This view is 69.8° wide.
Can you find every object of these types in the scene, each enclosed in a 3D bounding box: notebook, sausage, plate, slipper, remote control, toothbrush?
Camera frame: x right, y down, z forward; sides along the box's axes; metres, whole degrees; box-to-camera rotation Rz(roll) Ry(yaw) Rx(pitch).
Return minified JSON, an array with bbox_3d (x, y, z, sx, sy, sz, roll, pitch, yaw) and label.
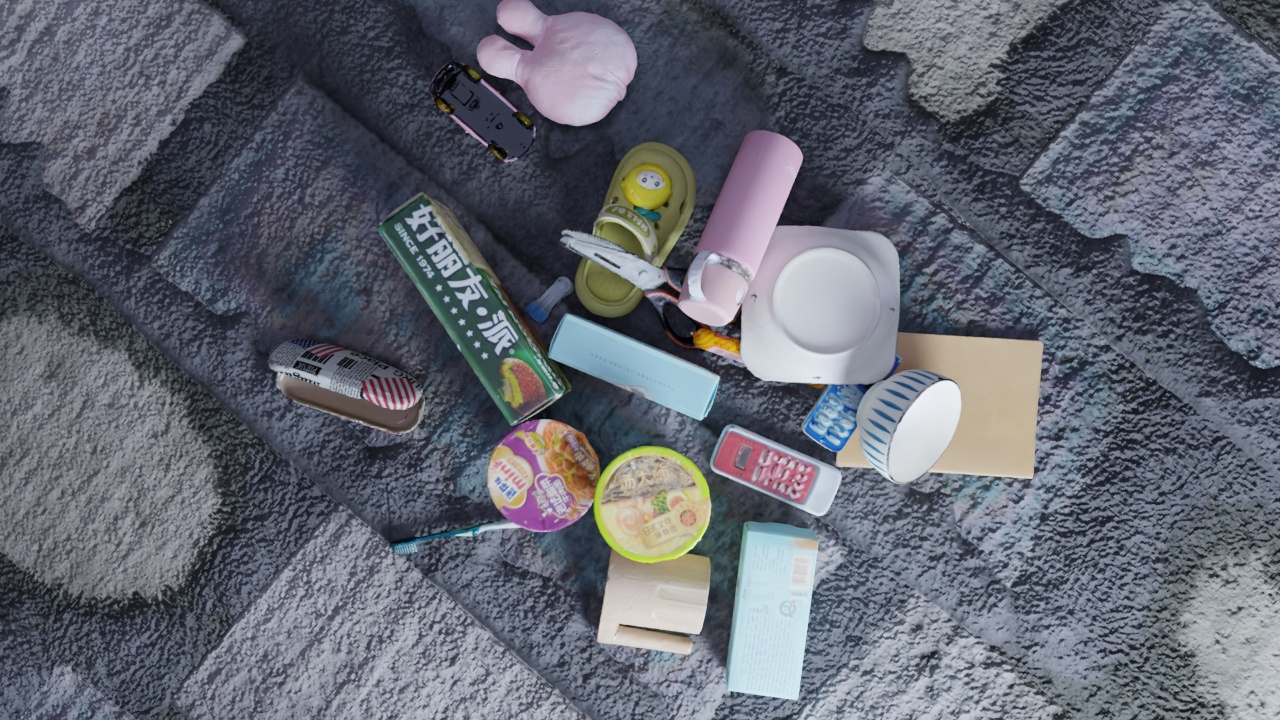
[{"bbox_3d":[0.315,0.046,0.971,0.208,0.008,0.148,4,92,2],"label":"notebook"},{"bbox_3d":[0.127,-0.002,0.959,0.165,0.021,0.021,19,92,-10],"label":"sausage"},{"bbox_3d":[0.186,-0.058,0.932,0.163,0.034,0.164,2,85,-1],"label":"plate"},{"bbox_3d":[-0.006,-0.133,0.944,0.091,0.081,0.190,25,95,-1],"label":"slipper"},{"bbox_3d":[0.219,0.034,0.956,0.049,0.024,0.125,35,89,0],"label":"remote control"},{"bbox_3d":[-0.177,0.186,0.991,0.191,0.016,0.018,-11,101,3],"label":"toothbrush"},{"bbox_3d":[0.143,0.116,0.973,0.136,0.020,0.056,24,92,2],"label":"remote control"}]

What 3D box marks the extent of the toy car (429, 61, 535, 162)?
[{"bbox_3d":[-0.166,-0.262,0.969,0.122,0.037,0.056,40,95,-12],"label":"toy car"}]

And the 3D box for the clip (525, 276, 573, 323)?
[{"bbox_3d":[-0.095,-0.066,0.980,0.026,0.038,0.058,45,94,2],"label":"clip"}]

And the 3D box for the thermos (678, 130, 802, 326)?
[{"bbox_3d":[0.095,-0.135,0.910,0.067,0.087,0.198,16,72,28],"label":"thermos"}]

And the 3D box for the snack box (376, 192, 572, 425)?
[{"bbox_3d":[-0.163,-0.050,0.934,0.063,0.114,0.240,-34,91,2],"label":"snack box"}]

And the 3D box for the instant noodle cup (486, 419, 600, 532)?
[{"bbox_3d":[-0.093,0.113,0.944,0.111,0.099,0.111,0,90,3],"label":"instant noodle cup"}]

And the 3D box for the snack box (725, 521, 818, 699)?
[{"bbox_3d":[0.136,0.260,0.962,0.074,0.051,0.175,7,91,3],"label":"snack box"}]

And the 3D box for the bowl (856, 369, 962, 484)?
[{"bbox_3d":[0.262,0.059,0.924,0.066,0.116,0.116,33,93,43],"label":"bowl"}]

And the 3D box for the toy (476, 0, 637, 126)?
[{"bbox_3d":[-0.085,-0.314,0.954,0.159,0.054,0.121,27,85,1],"label":"toy"}]

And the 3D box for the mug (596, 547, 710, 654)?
[{"bbox_3d":[0.012,0.253,0.959,0.103,0.084,0.125,9,116,1],"label":"mug"}]

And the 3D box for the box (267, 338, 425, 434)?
[{"bbox_3d":[-0.308,0.020,0.957,0.163,0.087,0.076,19,77,5],"label":"box"}]

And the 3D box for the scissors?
[{"bbox_3d":[0.007,-0.068,0.930,0.208,0.015,0.185,-12,115,-14],"label":"scissors"}]

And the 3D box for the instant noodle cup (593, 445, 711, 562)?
[{"bbox_3d":[0.015,0.136,0.928,0.112,0.123,0.111,0,91,4],"label":"instant noodle cup"}]

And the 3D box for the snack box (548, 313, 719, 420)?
[{"bbox_3d":[-0.006,0.006,0.949,0.175,0.074,0.051,23,91,2],"label":"snack box"}]
